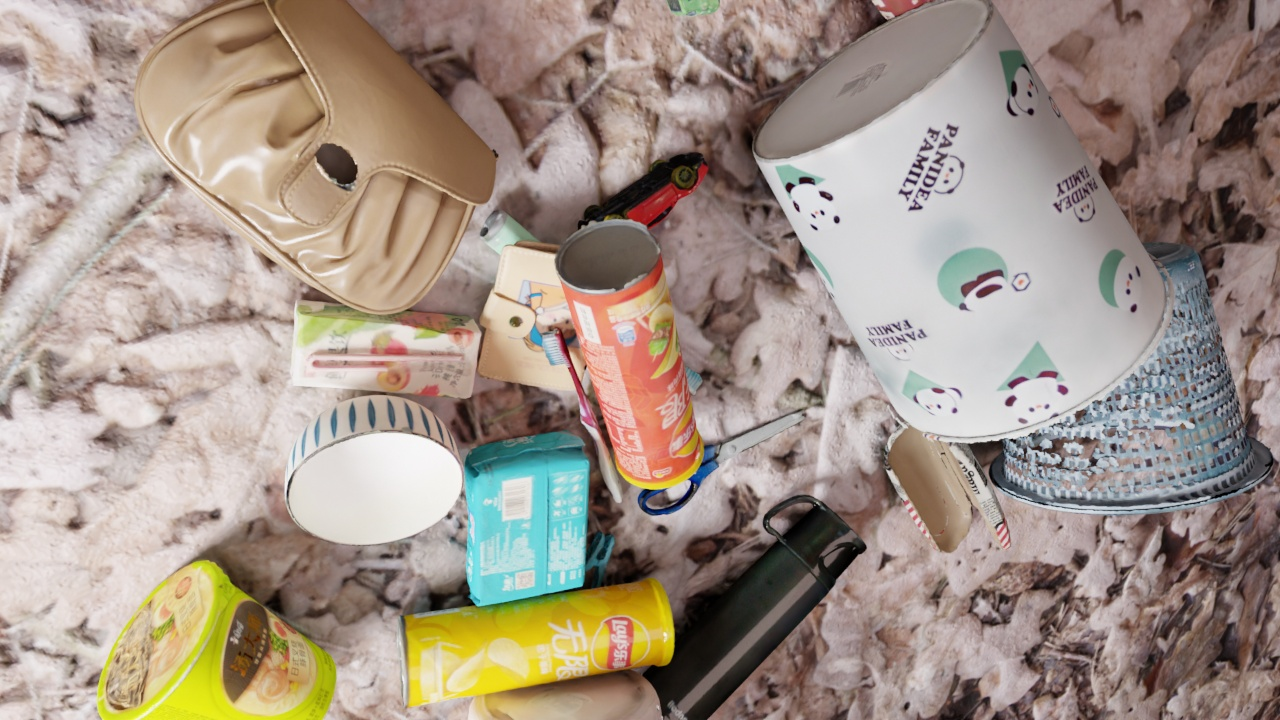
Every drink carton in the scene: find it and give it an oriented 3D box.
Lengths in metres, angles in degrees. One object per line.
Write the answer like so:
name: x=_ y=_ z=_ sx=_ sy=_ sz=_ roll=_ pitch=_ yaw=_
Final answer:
drink carton: x=-0.175 y=-0.007 z=0.631 sx=0.122 sy=0.045 sz=0.053 roll=6 pitch=107 yaw=-24

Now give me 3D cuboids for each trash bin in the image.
trash bin: x=0.415 y=0.004 z=0.813 sx=0.226 sy=0.227 sz=0.195 roll=-16 pitch=100 yaw=-18
trash bin: x=-0.058 y=0.357 z=0.730 sx=0.227 sy=0.228 sz=0.192 roll=-4 pitch=96 yaw=-22
trash bin: x=0.226 y=-0.107 z=0.678 sx=0.229 sy=0.229 sz=0.252 roll=-41 pitch=114 yaw=-5

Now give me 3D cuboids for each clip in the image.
clip: x=-0.038 y=0.170 z=0.772 sx=0.039 sy=0.014 sz=0.056 roll=21 pitch=100 yaw=-28

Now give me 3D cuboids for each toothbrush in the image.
toothbrush: x=-0.042 y=0.048 z=0.706 sx=0.017 sy=0.016 sz=0.188 roll=-13 pitch=130 yaw=6
toothbrush: x=-0.030 y=-0.035 z=0.695 sx=0.224 sy=0.026 sz=0.027 roll=39 pitch=82 yaw=-29

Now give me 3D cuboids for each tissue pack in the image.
tissue pack: x=-0.088 y=0.125 z=0.713 sx=0.093 sy=0.050 sz=0.133 roll=-5 pitch=110 yaw=-23

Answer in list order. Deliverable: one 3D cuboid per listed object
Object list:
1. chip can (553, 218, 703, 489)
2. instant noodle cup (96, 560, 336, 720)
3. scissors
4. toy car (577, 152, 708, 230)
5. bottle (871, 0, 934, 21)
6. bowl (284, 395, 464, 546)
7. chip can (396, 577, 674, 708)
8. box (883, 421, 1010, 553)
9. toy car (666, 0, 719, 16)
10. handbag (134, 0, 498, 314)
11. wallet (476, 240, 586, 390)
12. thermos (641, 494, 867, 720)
chip can: x=-0.004 y=0.004 z=0.654 sx=0.073 sy=0.073 sz=0.217 roll=-29 pitch=138 yaw=-12
instant noodle cup: x=-0.282 y=0.217 z=0.636 sx=0.111 sy=0.112 sz=0.123 roll=-46 pitch=128 yaw=-3
scissors: x=0.073 y=0.089 z=0.793 sx=0.174 sy=0.012 sz=0.108 roll=1 pitch=106 yaw=-25
toy car: x=0.004 y=-0.116 z=0.668 sx=0.106 sy=0.049 sz=0.031 roll=-38 pitch=119 yaw=-7
bottle: x=0.193 y=-0.290 z=0.684 sx=0.175 sy=0.057 sz=0.057 roll=32 pitch=93 yaw=-29
bowl: x=-0.184 y=0.067 z=0.632 sx=0.116 sy=0.066 sz=0.117 roll=-12 pitch=135 yaw=-12
chip can: x=-0.083 y=0.222 z=0.730 sx=0.213 sy=0.072 sz=0.072 roll=-3 pitch=109 yaw=-19
box: x=0.298 y=0.120 z=0.858 sx=0.076 sy=0.088 sz=0.163 roll=-44 pitch=117 yaw=-21
toy car: x=0.030 y=-0.281 z=0.625 sx=0.036 sy=0.043 sz=0.091 roll=-20 pitch=114 yaw=-16
handbag: x=-0.187 y=-0.127 z=0.553 sx=0.147 sy=0.100 sz=0.204 roll=-50 pitch=123 yaw=-5
wallet: x=-0.071 y=-0.032 z=0.661 sx=0.087 sy=0.024 sz=0.115 roll=6 pitch=127 yaw=-19
thermos: x=0.090 y=0.225 z=0.823 sx=0.090 sy=0.068 sz=0.242 roll=45 pitch=85 yaw=-3
